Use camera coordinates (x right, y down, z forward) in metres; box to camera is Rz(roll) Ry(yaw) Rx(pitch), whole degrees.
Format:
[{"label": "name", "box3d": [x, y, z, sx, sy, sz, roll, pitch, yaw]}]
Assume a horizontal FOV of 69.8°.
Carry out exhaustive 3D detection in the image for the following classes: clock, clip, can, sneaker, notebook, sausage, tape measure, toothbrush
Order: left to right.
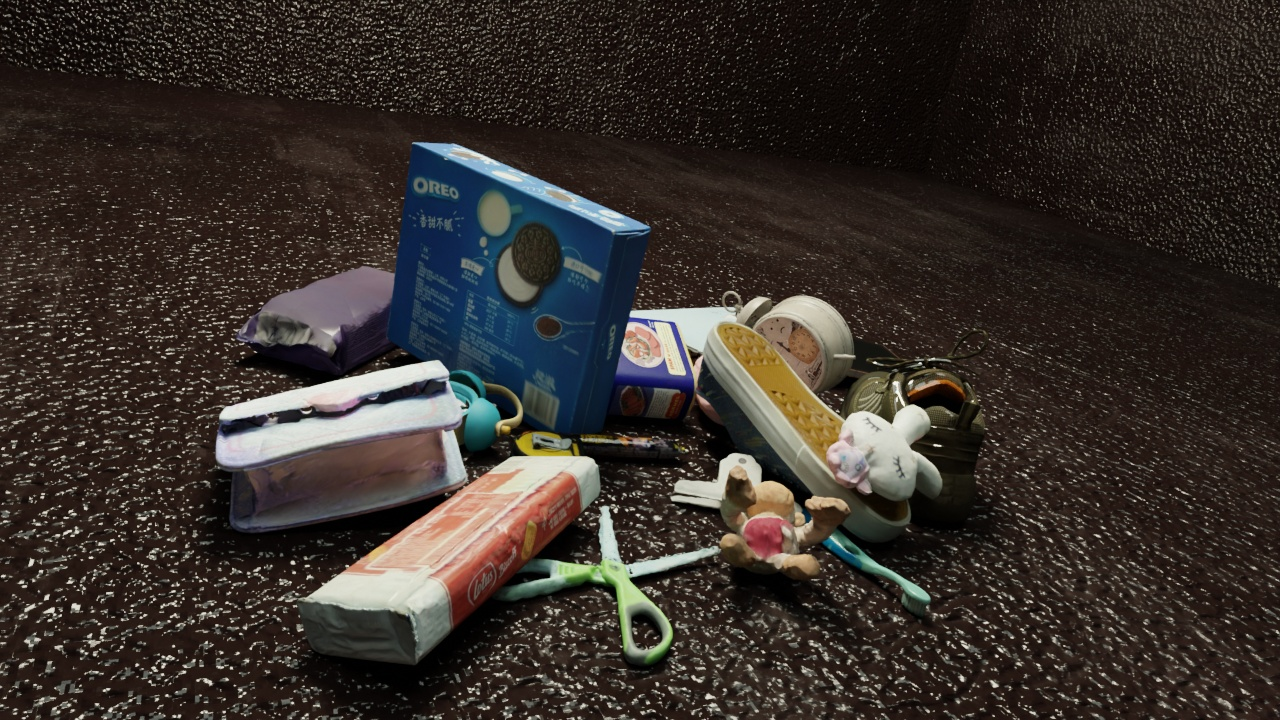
[{"label": "clock", "box3d": [-0.162, 0.042, 0.753, 0.129, 0.044, 0.099, -6, 25, -20]}, {"label": "tape measure", "box3d": [-0.071, 0.077, 0.712, 0.061, 0.034, 0.061, 3, 21, -15]}, {"label": "sausage", "box3d": [-0.033, 0.071, 0.766, 0.155, 0.020, 0.020, 5, 21, -14]}, {"label": "can", "box3d": [-0.005, 0.005, 0.873, 0.092, 0.057, 0.116, 5, 39, -18]}, {"label": "clip", "box3d": [0.050, -0.004, 1.009, 0.052, 0.026, 0.059, 12, 12, -3]}, {"label": "notebook", "box3d": [0.111, -0.031, 1.093, 0.181, 0.009, 0.252, 25, 19, 35]}, {"label": "clip", "box3d": [0.077, 0.107, 0.736, 0.102, 0.046, 0.055, 12, 27, 2]}, {"label": "clock", "box3d": [0.142, -0.021, 0.944, 0.157, 0.104, 0.061, 39, 39, 21]}, {"label": "sneaker", "box3d": [0.120, 0.069, 0.765, 0.087, 0.079, 0.235, -6, 46, -43]}, {"label": "notebook", "box3d": [0.229, -0.011, 1.090, 0.209, 0.008, 0.141, 12, 19, -17]}, {"label": "toothbrush", "box3d": [0.160, 0.145, 0.673, 0.022, 0.017, 0.135, -3, 21, -31]}, {"label": "sneaker", "box3d": [0.246, 0.030, 0.834, 0.101, 0.143, 0.237, 8, 20, -5]}]

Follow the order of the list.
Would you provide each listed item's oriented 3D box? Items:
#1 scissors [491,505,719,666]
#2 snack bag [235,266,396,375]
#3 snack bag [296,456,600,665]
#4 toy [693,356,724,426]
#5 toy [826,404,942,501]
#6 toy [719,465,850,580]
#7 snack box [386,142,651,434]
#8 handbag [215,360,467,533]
[{"label": "scissors", "box3d": [-0.022, 0.138, 0.600, 0.172, 0.023, 0.171, 0, 20, -10]}, {"label": "snack bag", "box3d": [-0.287, -0.044, 0.898, 0.096, 0.058, 0.205, 15, 20, 11]}, {"label": "snack bag", "box3d": [-0.105, 0.113, 0.571, 0.078, 0.041, 0.224, -2, 16, 24]}, {"label": "toy", "box3d": [0.100, 0.033, 0.894, 0.105, 0.053, 0.108, 17, 23, -20]}, {"label": "toy", "box3d": [0.188, 0.073, 0.701, 0.122, 0.038, 0.079, -6, 66, -37]}, {"label": "toy", "box3d": [0.099, 0.113, 0.642, 0.085, 0.074, 0.106, 5, -5, 8]}, {"label": "snack box", "box3d": [-0.119, -0.064, 0.809, 0.239, 0.196, 0.056, 28, 27, 28]}, {"label": "handbag", "box3d": [-0.208, 0.048, 0.640, 0.158, 0.069, 0.126, -11, 28, -16]}]
